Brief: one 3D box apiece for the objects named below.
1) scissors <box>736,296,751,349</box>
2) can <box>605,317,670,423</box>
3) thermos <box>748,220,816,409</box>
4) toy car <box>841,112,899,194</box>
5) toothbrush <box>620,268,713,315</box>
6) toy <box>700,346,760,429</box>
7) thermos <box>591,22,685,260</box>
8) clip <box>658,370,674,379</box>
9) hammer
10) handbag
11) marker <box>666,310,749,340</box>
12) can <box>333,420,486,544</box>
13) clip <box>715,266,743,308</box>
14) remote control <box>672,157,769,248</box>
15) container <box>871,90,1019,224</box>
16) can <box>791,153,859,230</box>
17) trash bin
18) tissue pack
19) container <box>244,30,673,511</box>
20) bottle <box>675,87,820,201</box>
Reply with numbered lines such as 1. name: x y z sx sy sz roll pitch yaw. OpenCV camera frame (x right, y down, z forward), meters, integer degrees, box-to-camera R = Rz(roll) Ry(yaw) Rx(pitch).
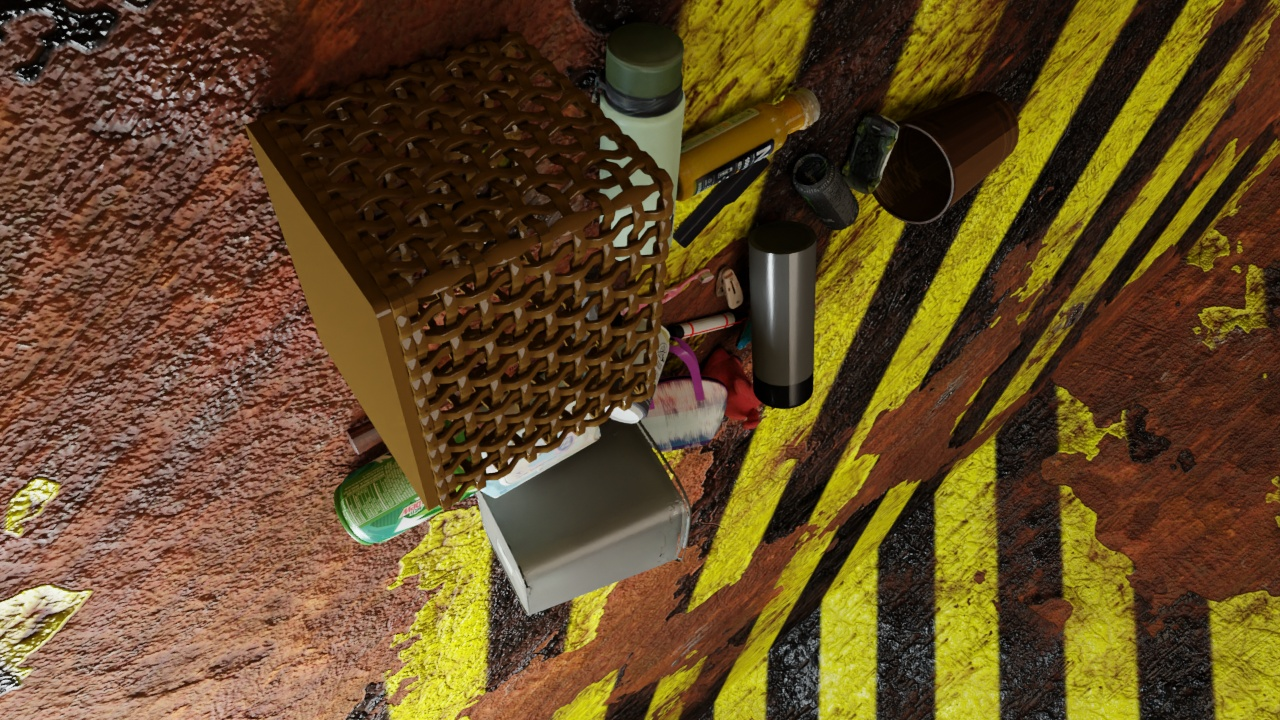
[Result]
1. scissors: 0.164 -0.052 1.280 0.015 0.066 0.135 -55 178 -34
2. can: -0.006 0.006 1.089 0.064 0.064 0.127 67 38 -60
3. thermos: 0.184 -0.055 1.187 0.082 0.082 0.241 -27 131 -24
4. toy car: 0.286 -0.258 1.137 0.032 0.048 0.106 -45 158 -37
5. toothbrush: 0.033 -0.081 1.108 0.134 0.016 0.022 -27 148 -24
6. toy: 0.123 0.058 1.301 0.094 0.133 0.088 -39 142 14
7. thermos: -0.004 -0.197 0.850 0.082 0.082 0.232 -28 149 -22
8. clip: 0.024 0.032 1.259 0.052 0.014 0.041 -43 151 -2
9. hammer: -0.172 0.018 0.988 0.300 0.028 0.111 -29 148 -20
10. handbag: 0.041 0.037 1.208 0.144 0.068 0.170 -10 133 4
11. marker: 0.094 -0.049 1.222 0.145 0.019 0.019 -15 142 -38
12. can: -0.244 0.131 0.975 0.144 0.083 0.083 -29 152 8
13. clip: 0.115 -0.091 1.170 0.024 0.039 0.060 -35 156 -14
14. remote control: 0.091 -0.182 1.039 0.136 0.015 0.032 -47 151 10
15. container: 0.393 -0.269 1.176 0.167 0.132 0.132 -32 150 -28
16. can: 0.229 -0.206 1.130 0.054 0.054 0.137 -46 150 9
17. trash bin: -0.080 0.202 1.195 0.219 0.197 0.198 -23 148 -19
18. tissue pack: -0.135 0.086 1.082 0.181 0.070 0.112 -30 147 -18
19. container: -0.133 -0.068 0.718 0.213 0.219 0.252 -28 148 -23
20. bottle: 0.105 -0.228 0.954 0.185 0.053 0.053 -31 150 -18
